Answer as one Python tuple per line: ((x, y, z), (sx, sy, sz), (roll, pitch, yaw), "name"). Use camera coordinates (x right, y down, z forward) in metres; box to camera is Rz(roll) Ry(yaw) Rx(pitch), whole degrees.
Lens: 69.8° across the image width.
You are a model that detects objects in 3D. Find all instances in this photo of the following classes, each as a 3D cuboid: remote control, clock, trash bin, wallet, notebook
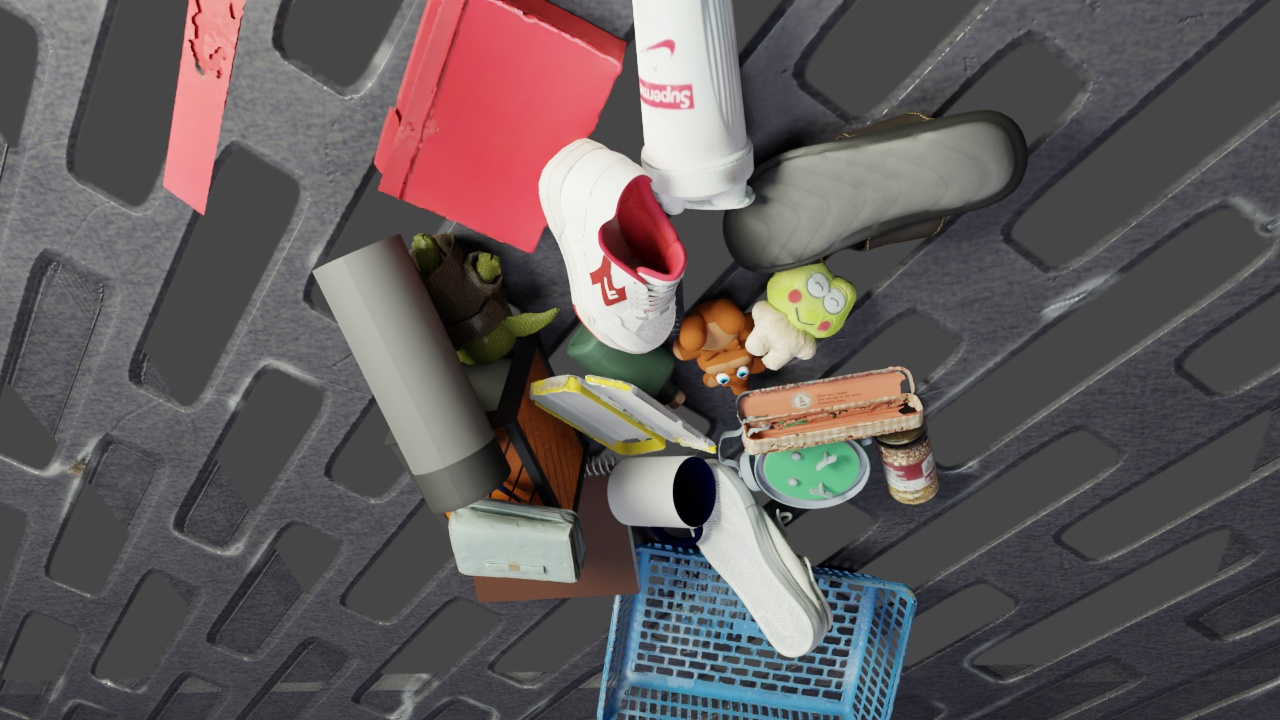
((0.028, -0.068, 0.918), (0.032, 0.015, 0.137), (-1, 132, 7), "remote control")
((0.167, 0.103, 1.005), (0.162, 0.075, 0.122), (3, 130, 5), "clock")
((-0.156, 0.091, 0.992), (0.140, 0.139, 0.172), (-9, 128, 14), "trash bin")
((-0.123, 0.184, 0.928), (0.132, 0.054, 0.100), (3, 139, 9), "wallet")
((-0.114, 0.205, 1.107), (0.209, 0.022, 0.171), (-7, 99, 15), "notebook")

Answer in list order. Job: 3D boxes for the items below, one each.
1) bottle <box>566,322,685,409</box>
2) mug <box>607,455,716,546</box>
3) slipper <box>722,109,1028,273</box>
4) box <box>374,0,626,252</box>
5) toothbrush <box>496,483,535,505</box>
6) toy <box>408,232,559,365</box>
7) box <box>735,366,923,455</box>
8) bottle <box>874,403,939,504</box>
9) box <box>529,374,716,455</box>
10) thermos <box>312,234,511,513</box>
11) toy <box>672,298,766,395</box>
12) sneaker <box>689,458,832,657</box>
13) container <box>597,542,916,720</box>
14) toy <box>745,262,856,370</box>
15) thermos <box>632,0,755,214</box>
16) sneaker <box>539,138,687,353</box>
((-0.006, 0.006, 0.947), (0.131, 0.061, 0.061), (39, 157, -24), "bottle")
((0.030, 0.163, 1.044), (0.097, 0.078, 0.112), (-7, 112, 41), "mug")
((0.195, -0.146, 0.796), (0.268, 0.075, 0.113), (-15, 102, 30), "slipper")
((-0.117, -0.210, 0.794), (0.153, 0.164, 0.215), (51, 130, 22), "box")
((-0.162, 0.113, 0.910), (0.189, 0.016, 0.017), (40, 133, -24), "toothbrush")
((-0.185, -0.059, 0.912), (0.180, 0.078, 0.153), (-22, 130, 24), "toy")
((0.194, 0.050, 0.943), (0.187, 0.082, 0.042), (-10, 130, -1), "box")
((0.291, 0.103, 1.003), (0.056, 0.056, 0.105), (-12, 128, 16), "bottle")
((-0.014, 0.061, 0.962), (0.130, 0.036, 0.209), (-1, 157, 30), "box")
((-0.202, 0.013, 0.829), (0.082, 0.082, 0.240), (-19, 102, 21), "thermos")
((0.085, -0.007, 0.933), (0.095, 0.065, 0.128), (-19, 131, 11), "toy")
((0.139, 0.220, 1.062), (0.090, 0.090, 0.242), (-42, 72, 30), "sneaker")
((0.140, 0.361, 1.168), (0.362, 0.089, 0.257), (9, 103, 0), "container")
((0.151, -0.044, 0.887), (0.092, 0.046, 0.115), (37, 96, -23), "toy")
((0.037, -0.227, 0.739), (0.099, 0.099, 0.221), (-3, 125, 9), "thermos")
((-0.001, -0.079, 0.805), (0.104, 0.090, 0.237), (29, 151, 36), "sneaker")
